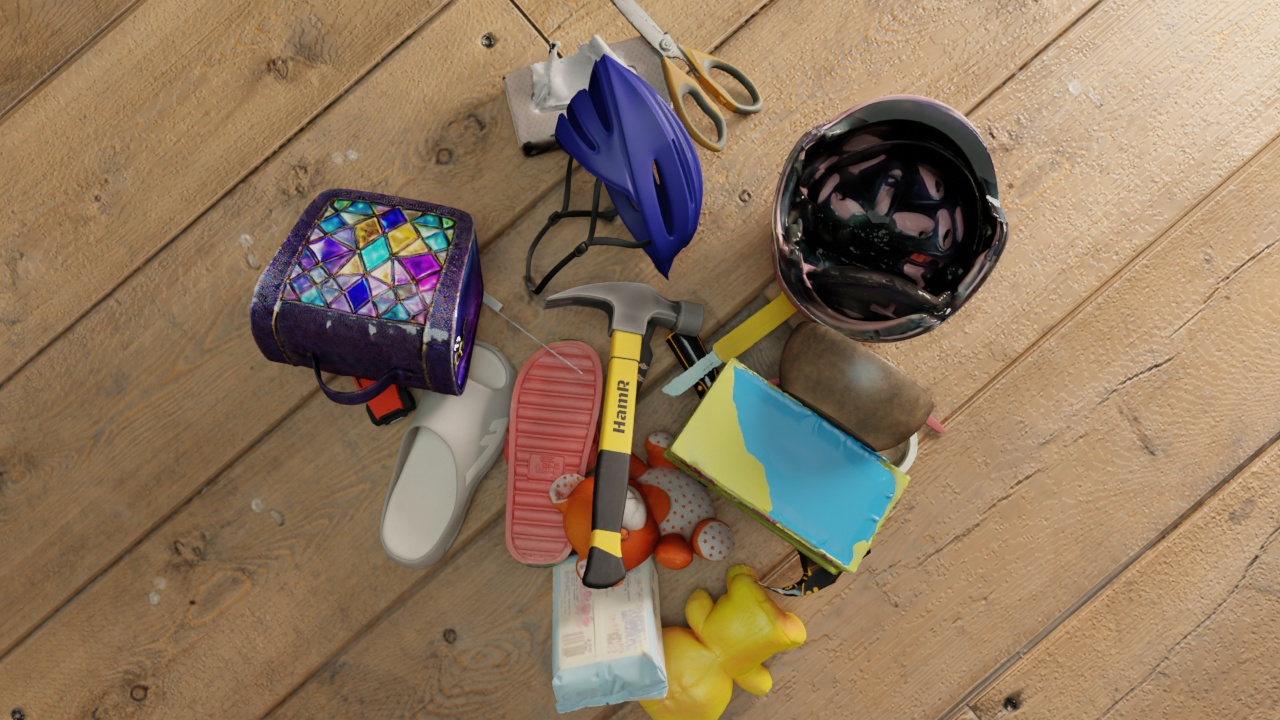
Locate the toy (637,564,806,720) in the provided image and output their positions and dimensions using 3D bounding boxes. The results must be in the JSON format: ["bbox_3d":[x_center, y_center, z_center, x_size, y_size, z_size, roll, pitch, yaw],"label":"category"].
[{"bbox_3d":[0.080,0.319,0.978,0.194,0.087,0.134,-37,90,0],"label":"toy"}]

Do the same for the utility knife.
[{"bbox_3d":[0.110,-0.026,1.001,0.218,0.019,0.030,-35,75,-20],"label":"utility knife"}]

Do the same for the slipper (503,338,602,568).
[{"bbox_3d":[-0.099,0.099,1.009,0.103,0.059,0.248,9,86,-2],"label":"slipper"}]

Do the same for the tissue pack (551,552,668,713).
[{"bbox_3d":[-0.034,0.272,0.959,0.112,0.181,0.070,-12,128,5],"label":"tissue pack"}]

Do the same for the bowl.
[{"bbox_3d":[0.211,0.033,0.939,0.162,0.162,0.070,34,88,4],"label":"bowl"}]

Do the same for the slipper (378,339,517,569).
[{"bbox_3d":[-0.220,0.104,1.006,0.113,0.080,0.266,24,88,7],"label":"slipper"}]

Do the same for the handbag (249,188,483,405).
[{"bbox_3d":[-0.273,-0.054,0.957,0.205,0.126,0.221,10,59,3],"label":"handbag"}]

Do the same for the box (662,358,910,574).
[{"bbox_3d":[0.147,0.109,0.934,0.221,0.082,0.124,33,80,2],"label":"box"}]

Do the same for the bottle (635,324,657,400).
[{"bbox_3d":[-0.006,0.006,1.025,0.030,0.030,0.113,21,88,4],"label":"bottle"}]

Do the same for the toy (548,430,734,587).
[{"bbox_3d":[-0.001,0.156,0.957,0.172,0.093,0.163,-11,60,-29],"label":"toy"}]

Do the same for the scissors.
[{"bbox_3d":[0.045,-0.342,1.017,0.133,0.016,0.228,-39,95,-23],"label":"scissors"}]

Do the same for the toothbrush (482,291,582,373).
[{"bbox_3d":[-0.119,-0.032,0.999,0.181,0.010,0.010,34,89,35],"label":"toothbrush"}]

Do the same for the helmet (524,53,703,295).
[{"bbox_3d":[-0.046,-0.175,0.964,0.227,0.147,0.241,-31,119,-4],"label":"helmet"}]

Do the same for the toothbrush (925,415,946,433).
[{"bbox_3d":[0.266,0.024,1.020,0.184,0.016,0.015,38,82,2],"label":"toothbrush"}]

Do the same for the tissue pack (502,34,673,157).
[{"bbox_3d":[-0.061,-0.304,1.030,0.181,0.071,0.104,-14,87,5],"label":"tissue pack"}]

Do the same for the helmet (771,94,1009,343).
[{"bbox_3d":[0.251,-0.139,0.960,0.230,0.152,0.255,18,86,6],"label":"helmet"}]

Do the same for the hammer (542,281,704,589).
[{"bbox_3d":[-0.028,0.064,0.916,0.169,0.034,0.323,11,65,-12],"label":"hammer"}]

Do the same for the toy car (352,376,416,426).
[{"bbox_3d":[-0.296,0.022,1.029,0.051,0.049,0.100,-25,86,1],"label":"toy car"}]

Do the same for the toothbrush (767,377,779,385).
[{"bbox_3d":[0.132,0.032,1.024,0.135,0.016,0.021,-24,79,1],"label":"toothbrush"}]

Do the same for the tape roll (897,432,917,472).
[{"bbox_3d":[0.259,0.091,1.016,0.093,0.013,0.093,0,87,2],"label":"tape roll"}]

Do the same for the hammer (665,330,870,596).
[{"bbox_3d":[0.114,0.102,0.988,0.123,0.036,0.320,-28,78,-8],"label":"hammer"}]
